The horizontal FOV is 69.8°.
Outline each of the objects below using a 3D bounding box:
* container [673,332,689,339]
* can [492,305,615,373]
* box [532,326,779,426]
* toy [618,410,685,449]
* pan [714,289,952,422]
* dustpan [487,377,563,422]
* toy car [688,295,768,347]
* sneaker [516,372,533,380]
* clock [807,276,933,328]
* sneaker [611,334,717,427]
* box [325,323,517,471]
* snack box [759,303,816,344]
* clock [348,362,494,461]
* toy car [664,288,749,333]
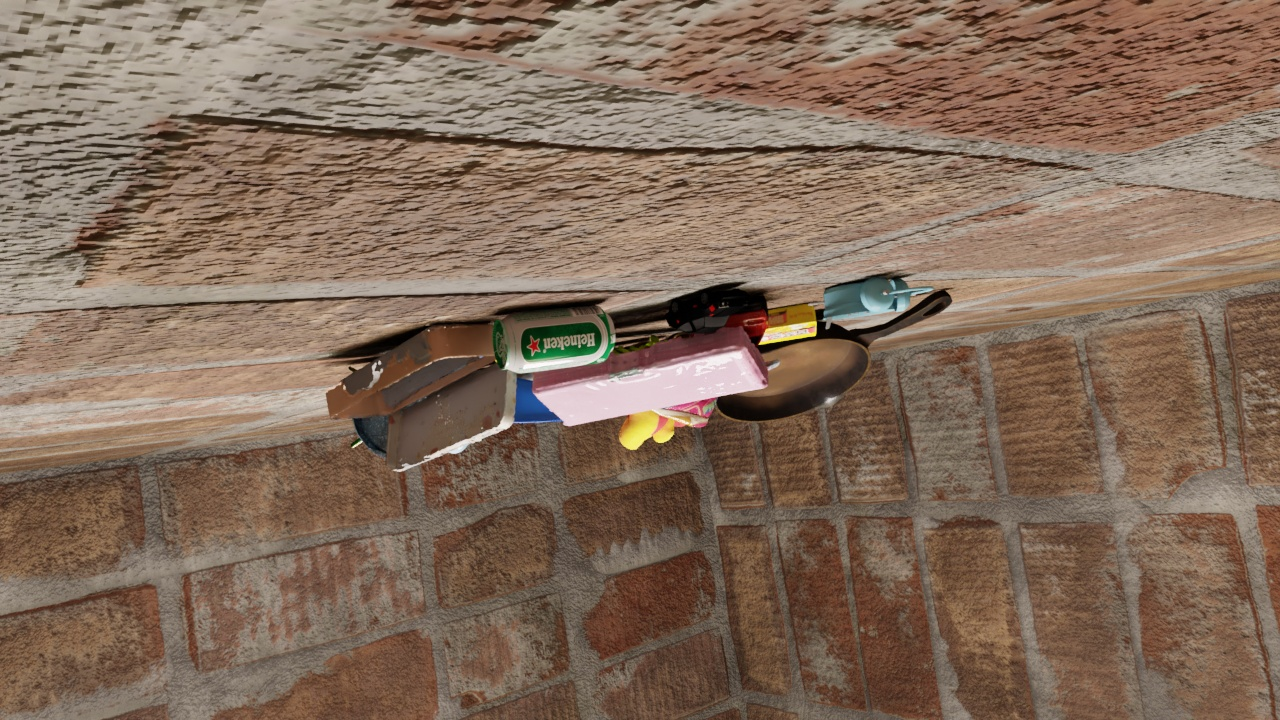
[{"bbox_3d":[0.073,0.005,1.280,0.063,0.061,0.114,-7,162,-14],"label":"container"},{"bbox_3d":[-0.075,-0.019,0.802,0.101,0.053,0.053,-7,176,-24],"label":"can"},{"bbox_3d":[0.023,0.027,0.976,0.233,0.059,0.179,-13,164,20],"label":"box"},{"bbox_3d":[0.033,0.049,1.416,0.099,0.147,0.215,-11,-173,34],"label":"toy"},{"bbox_3d":[0.259,-0.014,1.272,0.357,0.043,0.248,-30,147,26],"label":"pan"},{"bbox_3d":[-0.217,0.040,1.145,0.246,0.059,0.257,5,174,38],"label":"dustpan"},{"bbox_3d":[0.094,-0.034,0.992,0.081,0.056,0.189,-10,174,2],"label":"toy car"},{"bbox_3d":[-0.070,0.040,1.279,0.236,0.079,0.087,-5,178,17],"label":"sneaker"},{"bbox_3d":[0.245,-0.063,0.960,0.123,0.042,0.087,-9,177,37],"label":"clock"},{"bbox_3d":[-0.007,0.007,1.158,0.241,0.091,0.116,19,-173,-26],"label":"sneaker"},{"bbox_3d":[-0.216,0.030,0.877,0.107,0.094,0.217,30,144,-34],"label":"box"},{"bbox_3d":[0.141,-0.038,1.137,0.152,0.025,0.075,-9,167,8],"label":"snack box"},{"bbox_3d":[-0.241,0.050,1.017,0.162,0.118,0.060,2,-175,-15],"label":"clock"},{"bbox_3d":[0.063,-0.045,0.857,0.042,0.036,0.092,-6,176,-36],"label":"toy car"}]
